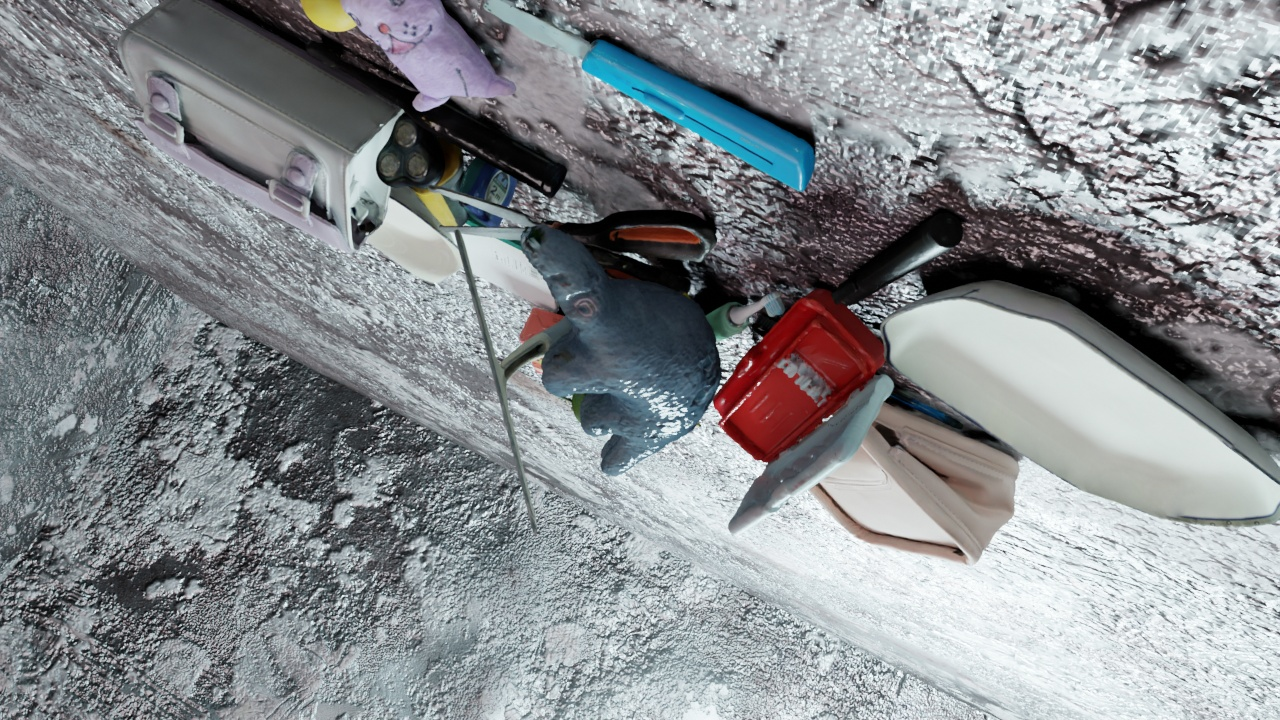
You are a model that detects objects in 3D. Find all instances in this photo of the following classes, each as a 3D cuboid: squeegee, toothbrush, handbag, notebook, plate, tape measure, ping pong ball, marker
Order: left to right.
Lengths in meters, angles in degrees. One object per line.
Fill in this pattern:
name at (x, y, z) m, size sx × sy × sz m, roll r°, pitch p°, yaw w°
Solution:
handbag at (-0.303, -0.183, 0.743) m, size 0.197 × 0.098 × 0.145 m, roll 29°, pitch 149°, yaw 1°
ping pong ball at (-0.189, -0.225, 0.567) m, size 0.040 × 0.040 × 0.040 m, roll 27°, pitch 165°, yaw 8°
plate at (-0.244, -0.141, 0.898) m, size 0.163 × 0.034 × 0.165 m, roll 34°, pitch 161°, yaw -20°
toothbrush at (-0.152, -0.181, 0.675) m, size 0.212 × 0.027 × 0.026 m, roll 29°, pitch 121°, yaw 2°
notebook at (-0.179, -0.119, 0.939) m, size 0.209 × 0.012 × 0.150 m, roll 27°, pitch 163°, yaw 4°
tape measure at (-0.118, -0.134, 0.708) m, size 0.025 × 0.054 × 0.058 m, roll 24°, pitch 174°, yaw 15°
squeegee at (-0.084, -0.013, 0.807) m, size 0.039 × 0.245 × 0.246 m, roll -6°, pitch 106°, yaw 22°
toothbrush at (0.068, -0.030, 0.766) m, size 0.027 × 0.026 × 0.225 m, roll 67°, pitch 162°, yaw 2°
handbag at (0.186, 0.073, 0.798) m, size 0.234 × 0.093 × 0.194 m, roll 37°, pitch 164°, yaw -11°
toothbrush at (0.176, 0.010, 0.739) m, size 0.189 × 0.016 × 0.014 m, roll 26°, pitch 162°, yaw 0°
marker at (0.149, -0.057, 0.549) m, size 0.132 × 0.022 × 0.020 m, roll 136°, pitch 118°, yaw -74°
plate at (0.274, 0.026, 0.569) m, size 0.265 × 0.034 × 0.162 m, roll 32°, pitch 164°, yaw -10°

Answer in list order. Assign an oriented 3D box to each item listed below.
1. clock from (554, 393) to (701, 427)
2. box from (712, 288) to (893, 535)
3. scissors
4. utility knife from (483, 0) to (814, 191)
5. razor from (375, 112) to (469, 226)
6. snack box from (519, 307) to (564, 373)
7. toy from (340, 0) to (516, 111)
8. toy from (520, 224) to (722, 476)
clock at (-0.014, 0.027, 0.927) m, size 0.161 × 0.056 × 0.116 m, roll 6°, pitch 143°, yaw 2°
box at (0.103, 0.048, 0.692) m, size 0.112 × 0.099 × 0.202 m, roll 47°, pitch 150°, yaw 8°
scissors at (-0.042, -0.086, 0.693) m, size 0.221 × 0.021 × 0.230 m, roll 0°, pitch 162°, yaw 36°
utility knife at (0.003, -0.152, 0.508) m, size 0.209 × 0.018 × 0.034 m, roll 29°, pitch 165°, yaw 4°
razor at (-0.173, -0.147, 0.764) m, size 0.167 × 0.067 × 0.062 m, roll 98°, pitch 149°, yaw -80°
snack box at (-0.065, -0.002, 1.027) m, size 0.113 × 0.044 × 0.127 m, roll 16°, pitch 162°, yaw 12°
toy at (-0.137, -0.197, 0.561) m, size 0.084 × 0.038 × 0.108 m, roll -3°, pitch 150°, yaw 33°
toy at (-0.004, 0.004, 0.744) m, size 0.138 × 0.091 × 0.357 m, roll -11°, pitch 147°, yaw 5°
